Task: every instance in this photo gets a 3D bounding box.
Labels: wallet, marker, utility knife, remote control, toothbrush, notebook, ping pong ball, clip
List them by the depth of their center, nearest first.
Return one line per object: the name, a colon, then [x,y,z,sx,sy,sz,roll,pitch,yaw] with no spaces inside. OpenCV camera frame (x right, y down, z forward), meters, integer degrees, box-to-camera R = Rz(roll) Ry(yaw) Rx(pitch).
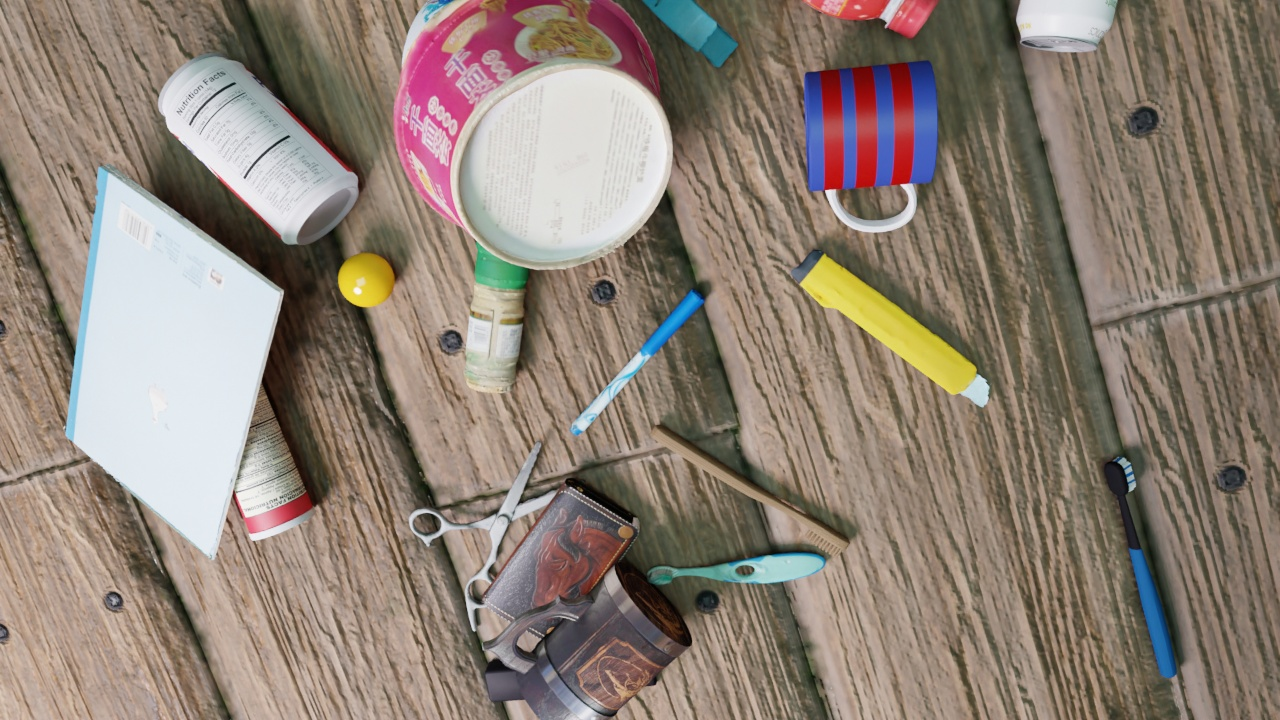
clip: [0.009,-0.234,0.579,0.130,0.121,0.031,39,113,-12]
utility knife: [0.176,-0.020,0.635,0.165,0.017,0.030,37,109,1]
toothbrush: [0.350,0.146,0.639,0.014,0.014,0.168,-23,100,-21]
marker: [-0.004,0.004,0.672,0.013,0.013,0.142,42,104,-1]
toothbrush: [0.079,0.095,0.675,0.167,0.016,0.016,32,104,2]
ping pong ball: [-0.202,-0.059,0.678,0.040,0.040,0.040,2,101,9]
notebook: [-0.358,0.008,0.687,0.181,0.009,0.254,34,118,14]
toothbrush: [0.070,0.157,0.688,0.135,0.017,0.022,-7,99,11]
wallet: [-0.061,0.155,0.705,0.072,0.019,0.123,32,105,-8]
remote control: [-0.056,0.251,0.728,0.136,0.015,0.032,-8,100,11]

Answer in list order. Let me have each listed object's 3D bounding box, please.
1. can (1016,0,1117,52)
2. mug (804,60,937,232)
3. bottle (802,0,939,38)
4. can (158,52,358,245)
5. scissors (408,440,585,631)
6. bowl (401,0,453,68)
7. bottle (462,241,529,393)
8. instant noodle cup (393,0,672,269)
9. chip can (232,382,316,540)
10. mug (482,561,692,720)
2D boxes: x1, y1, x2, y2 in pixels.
can: [0.265,-0.244,0.556,0.055,0.054,0.102,9,103,7]
mug: [0.147,-0.134,0.596,0.076,0.074,0.112,-3,127,10]
bottle: [0.122,-0.252,0.576,0.137,0.062,0.062,33,104,1]
can: [-0.271,-0.150,0.656,0.132,0.070,0.070,45,104,-1]
scissors: [-0.108,0.139,0.716,0.141,0.014,0.162,-5,106,5]
bowl: [-0.102,-0.195,0.617,0.144,0.074,0.144,2,101,9]
bottle: [-0.103,-0.033,0.667,0.043,0.043,0.111,10,103,7]
instant noodle cup: [-0.056,-0.133,0.569,0.178,0.077,0.179,-15,135,-16]
chip can: [-0.317,0.030,0.709,0.052,0.051,0.215,-18,97,12]
mug: [-0.040,0.204,0.667,0.107,0.080,0.116,-45,114,5]
